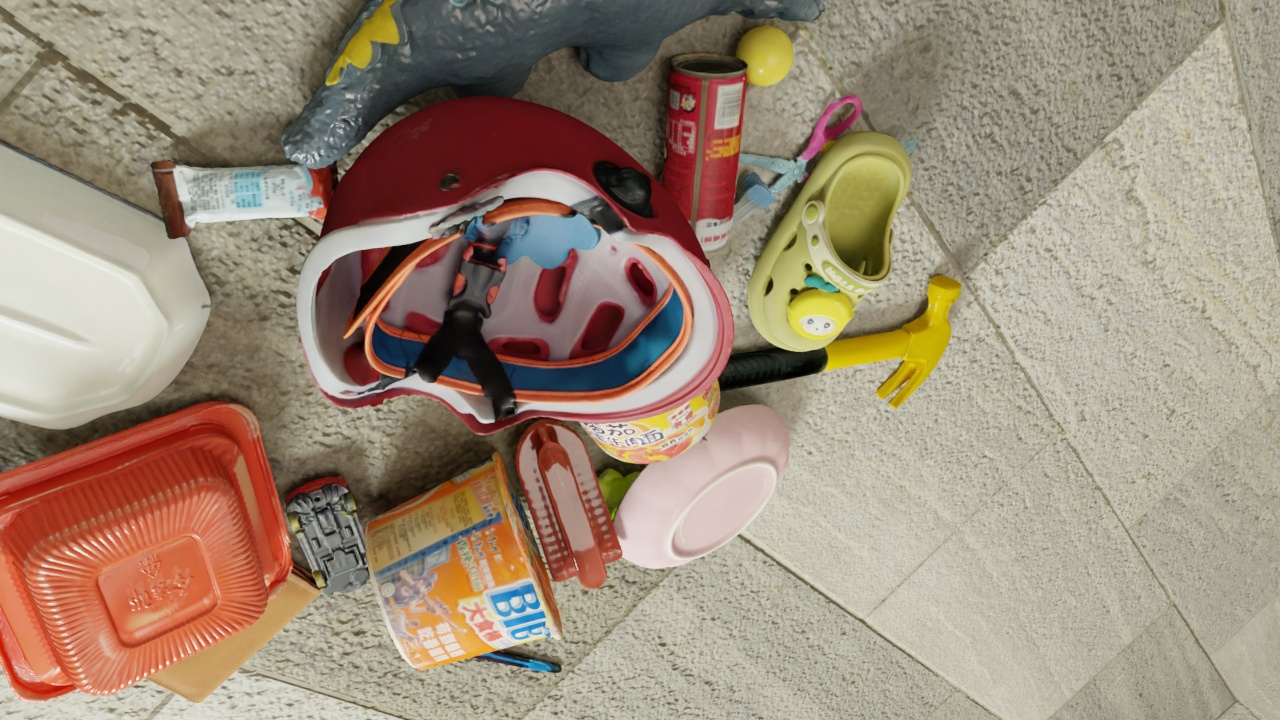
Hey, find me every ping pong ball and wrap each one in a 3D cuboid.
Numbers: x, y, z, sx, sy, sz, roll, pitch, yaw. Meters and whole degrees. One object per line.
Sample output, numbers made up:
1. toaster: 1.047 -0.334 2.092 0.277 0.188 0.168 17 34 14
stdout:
1. ping pong ball: 0.086 -0.212 0.639 0.040 0.040 0.040 -15 127 -21

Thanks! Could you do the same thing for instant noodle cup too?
1. instant noodle cup: -0.004 0.004 0.679 0.138 0.138 0.110 -33 139 -6
2. instant noodle cup: -0.136 0.159 0.703 0.111 0.151 0.151 -20 129 -6
3. instant noodle cup: -0.316 0.129 0.588 0.188 0.079 0.165 -25 122 -34

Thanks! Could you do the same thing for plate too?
1. plate: -0.376 -0.043 0.498 0.265 0.034 0.162 30 104 -39
2. plate: 0.064 0.123 0.821 0.192 0.039 0.193 -26 143 -22

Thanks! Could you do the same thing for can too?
1. can: 0.043 -0.145 0.652 0.053 0.053 0.133 -13 126 -22

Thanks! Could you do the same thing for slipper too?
1. slipper: 0.151 -0.084 0.717 0.091 0.081 0.191 17 116 -14

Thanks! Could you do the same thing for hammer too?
1. hammer: 0.159 -0.001 0.828 0.300 0.033 0.129 -8 123 -25

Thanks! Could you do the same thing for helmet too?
1. helmet: -0.069 -0.061 0.539 0.239 0.143 0.208 12 141 -24

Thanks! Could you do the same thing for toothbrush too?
1. toothbrush: -0.142 0.275 0.861 0.189 0.016 0.014 30 94 -42

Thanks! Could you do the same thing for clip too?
1. clip: 0.074 -0.117 0.706 0.058 0.043 0.026 -40 130 21

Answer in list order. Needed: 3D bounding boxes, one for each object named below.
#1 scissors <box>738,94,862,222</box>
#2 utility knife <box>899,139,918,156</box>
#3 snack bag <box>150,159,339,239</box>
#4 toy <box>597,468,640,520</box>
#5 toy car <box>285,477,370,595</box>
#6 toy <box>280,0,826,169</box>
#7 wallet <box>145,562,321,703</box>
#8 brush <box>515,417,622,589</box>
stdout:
1. scissors: 0.129 -0.148 0.725 0.133 0.017 0.130 -41 134 7
2. utility knife: 0.164 -0.105 0.760 0.031 0.020 0.191 21 121 -37
3. snack bag: -0.230 -0.100 0.546 0.104 0.026 0.048 -12 103 -21
4. toy: -0.033 0.141 0.817 0.096 0.031 0.100 8 114 -31
5. toy car: -0.234 0.135 0.699 0.049 0.031 0.106 -19 125 -16
6. toy: -0.044 -0.211 0.536 0.355 0.091 0.138 -19 140 -15
7. wallet: -0.327 0.187 0.687 0.130 0.035 0.119 -42 134 -2
8. brush: -0.060 0.113 0.740 0.063 0.069 0.146 -20 115 -10
